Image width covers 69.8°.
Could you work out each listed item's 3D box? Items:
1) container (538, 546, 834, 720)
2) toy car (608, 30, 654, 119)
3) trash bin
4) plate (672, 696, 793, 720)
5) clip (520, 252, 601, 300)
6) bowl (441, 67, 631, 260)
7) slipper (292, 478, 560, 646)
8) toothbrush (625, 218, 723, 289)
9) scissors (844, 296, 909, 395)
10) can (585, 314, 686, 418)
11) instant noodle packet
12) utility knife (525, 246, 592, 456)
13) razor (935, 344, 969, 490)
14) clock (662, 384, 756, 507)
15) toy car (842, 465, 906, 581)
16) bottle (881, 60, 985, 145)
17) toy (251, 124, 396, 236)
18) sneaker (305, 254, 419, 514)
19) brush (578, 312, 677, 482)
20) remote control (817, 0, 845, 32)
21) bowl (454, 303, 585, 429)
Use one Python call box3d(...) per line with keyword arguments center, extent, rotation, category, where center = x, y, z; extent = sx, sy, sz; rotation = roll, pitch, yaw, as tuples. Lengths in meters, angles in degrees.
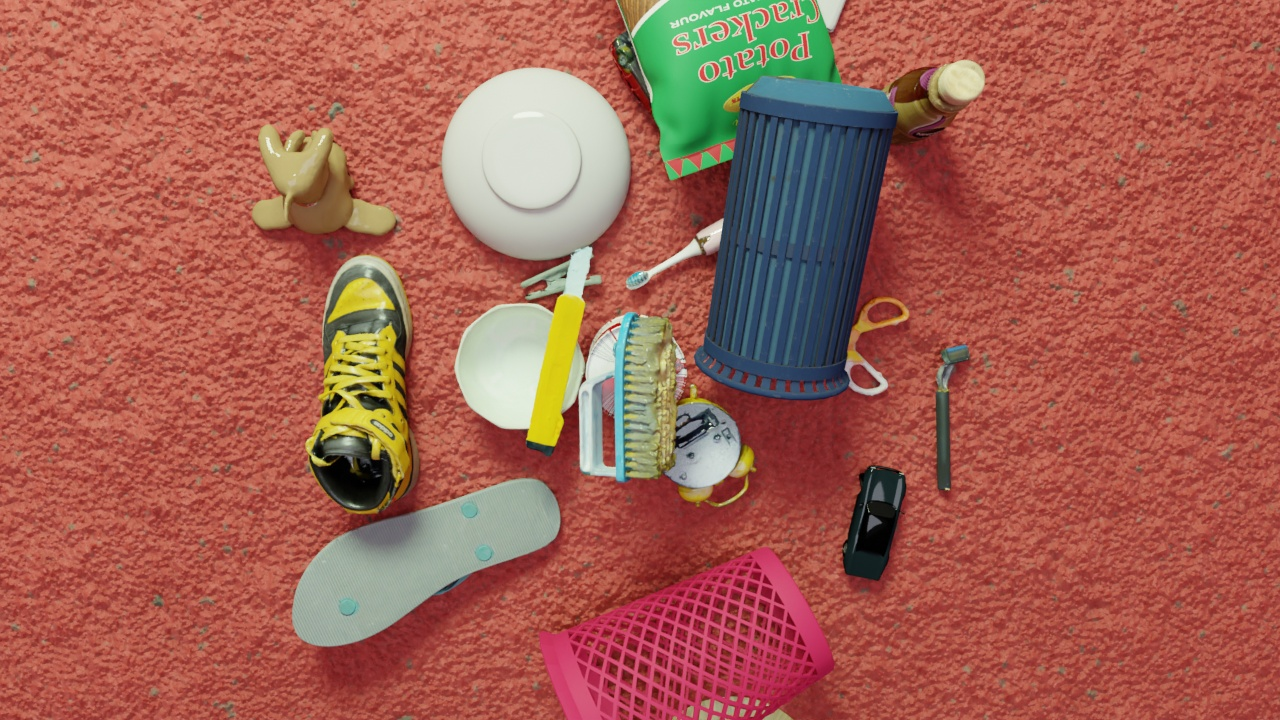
box3d(center=(0.049, 0.281, 0.847), extent=(0.225, 0.183, 0.183), rotation=(-27, 96, -6), category="container")
box3d(center=(0.008, -0.259, 0.839), extent=(0.042, 0.036, 0.091), rotation=(-39, 95, -27), category="toy car")
box3d(center=(0.132, -0.107, 0.783), extent=(0.139, 0.139, 0.250), rotation=(6, 110, -2), category="trash bin")
box3d(center=(0.092, 0.435, 0.925), extent=(0.184, 0.036, 0.184), rotation=(0, 97, -1), category="plate")
box3d(center=(-0.072, -0.071, 0.871), extent=(0.078, 0.023, 0.050), rotation=(-35, 95, 1), category="clip")
box3d(center=(-0.096, -0.180, 0.835), extent=(0.176, 0.066, 0.176), rotation=(0, 97, -1), category="bowl")
box3d(center=(-0.209, 0.183, 0.890), extent=(0.268, 0.055, 0.098), rotation=(-25, 94, -9), category="slipper")
box3d(center=(0.085, -0.123, 0.865), extent=(0.222, 0.026, 0.027), rotation=(-28, 73, 2), category="toothbrush")
box3d(center=(0.201, -0.016, 0.887), extent=(0.125, 0.011, 0.128), rotation=(-16, 96, 6), category="scissors")
box3d(center=(-0.005, 0.005, 0.833), extent=(0.086, 0.116, 0.086), rotation=(0, 96, -1), category="can")
box3d(center=(0.070, -0.309, 0.802), extent=(0.195, 0.090, 0.253), rotation=(-23, 99, -17), category="instant noodle packet")
box3d(center=(-0.070, -0.008, 0.817), extent=(0.030, 0.018, 0.191), rotation=(12, 100, -8), category="utility knife")
box3d(center=(0.297, 0.057, 0.895), extent=(0.042, 0.022, 0.144), rotation=(-8, 104, -40), category="razor")
box3d(center=(0.059, 0.087, 0.874), extent=(0.083, 0.057, 0.119), rotation=(-32, 96, 2), category="clock")
box3d(center=(0.229, 0.159, 0.897), extent=(0.046, 0.034, 0.112), rotation=(12, 96, -3), category="toy car")
box3d(center=(0.248, -0.224, 0.786), extent=(0.059, 0.166, 0.059), rotation=(0, 96, -1), category="bottle")
box3d(center=(-0.295, -0.158, 0.819), extent=(0.134, 0.108, 0.105), rotation=(3, 80, -2), category="toy")
box3d(center=(-0.253, 0.026, 0.828), extent=(0.086, 0.122, 0.238), rotation=(-6, 98, -2), category="sneaker")
box3d(center=(-0.012, 0.028, 0.750), extent=(0.075, 0.055, 0.136), rotation=(2, 97, 20), category="brush")
box3d(center=(0.187, -0.371, 0.845), extent=(0.033, 0.012, 0.131), rotation=(21, 96, -3), category="remote control")
box3d(center=(-0.110, 0.003, 0.859), extent=(0.117, 0.061, 0.117), rotation=(0, 96, -1), category="bowl")
